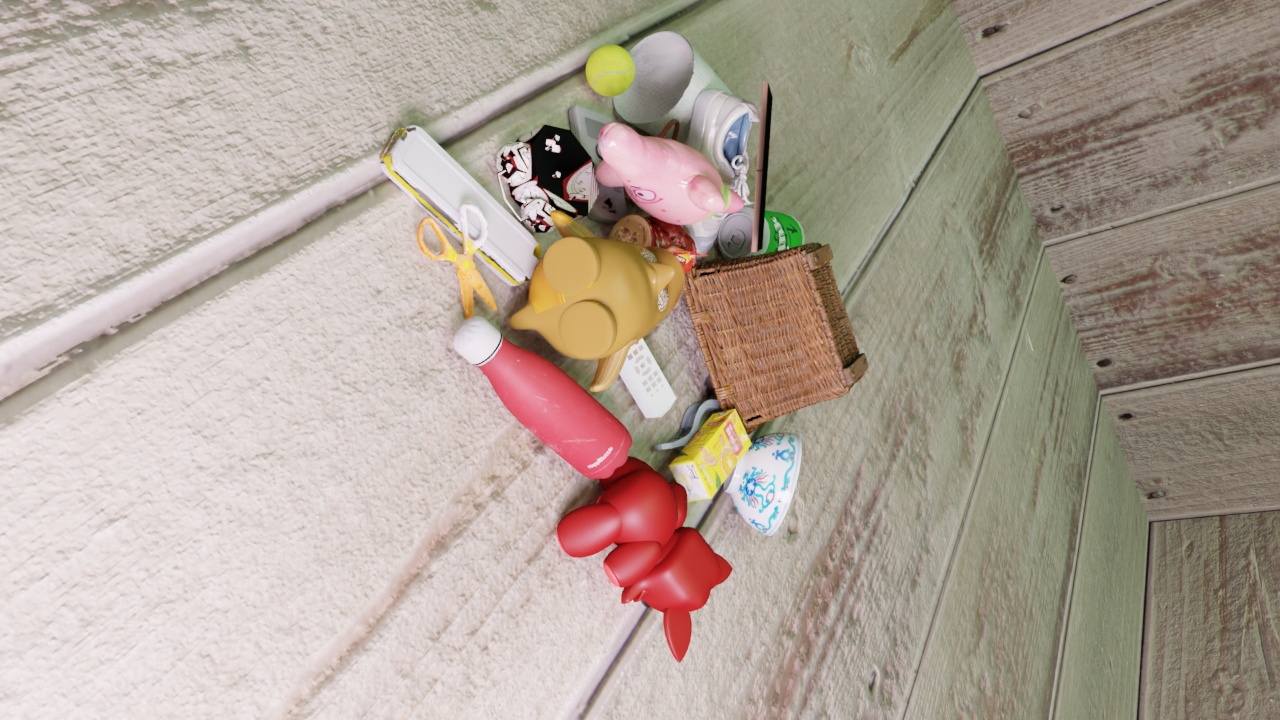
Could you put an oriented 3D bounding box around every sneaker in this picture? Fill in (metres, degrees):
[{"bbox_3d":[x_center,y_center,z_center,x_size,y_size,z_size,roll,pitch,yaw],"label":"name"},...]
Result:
[{"bbox_3d":[0.105,-0.237,1.239,0.089,0.091,0.243,-21,130,-46],"label":"sneaker"}]

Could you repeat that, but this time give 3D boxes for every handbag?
[{"bbox_3d":[0.021,-0.264,1.219,0.055,0.029,0.120,10,114,-48],"label":"handbag"}]

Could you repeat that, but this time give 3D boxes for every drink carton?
[{"bbox_3d":[0.093,0.119,1.180,0.134,0.043,0.058,-43,112,-50],"label":"drink carton"}]

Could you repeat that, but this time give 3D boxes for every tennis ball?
[{"bbox_3d":[-0.040,-0.382,1.210,0.065,0.065,0.065,21,62,-46],"label":"tennis ball"}]

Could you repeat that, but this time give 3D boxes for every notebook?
[{"bbox_3d":[0.162,-0.252,1.223,0.141,0.008,0.209,-40,134,-77],"label":"notebook"}]

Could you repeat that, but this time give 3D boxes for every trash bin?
[{"bbox_3d":[0.062,-0.360,1.286,0.161,0.134,0.133,21,62,-52],"label":"trash bin"}]

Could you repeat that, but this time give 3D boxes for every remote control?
[{"bbox_3d":[-0.053,-0.252,1.187,0.074,0.019,0.151,2,76,-51],"label":"remote control"},{"bbox_3d":[-0.007,0.007,1.151,0.049,0.024,0.143,-40,105,-45],"label":"remote control"}]

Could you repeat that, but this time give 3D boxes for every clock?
[{"bbox_3d":[-0.107,-0.211,1.067,0.154,0.065,0.115,-41,110,-50],"label":"clock"}]

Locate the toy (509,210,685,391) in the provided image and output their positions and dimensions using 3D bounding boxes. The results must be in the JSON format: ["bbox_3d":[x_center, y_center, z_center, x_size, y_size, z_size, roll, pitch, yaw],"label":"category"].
[{"bbox_3d":[-0.029,-0.076,1.040,0.202,0.163,0.198,-20,96,-61],"label":"toy"}]

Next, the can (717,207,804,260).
[{"bbox_3d":[0.186,-0.187,1.409,0.139,0.088,0.087,-4,81,-52],"label":"can"}]

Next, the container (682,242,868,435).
[{"bbox_3d":[0.193,-0.041,1.266,0.161,0.184,0.250,-25,98,-62],"label":"container"}]

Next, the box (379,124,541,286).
[{"bbox_3d":[-0.186,-0.163,0.981,0.209,0.033,0.064,43,50,-33],"label":"box"}]

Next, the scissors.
[{"bbox_3d":[-0.176,-0.104,0.962,0.096,0.012,0.133,-44,119,-23],"label":"scissors"}]

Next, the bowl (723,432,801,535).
[{"bbox_3d":[0.158,0.158,1.249,0.074,0.144,0.143,17,56,-3],"label":"bowl"}]

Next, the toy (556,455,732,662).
[{"bbox_3d":[0.013,0.213,1.032,0.197,0.121,0.157,54,39,-11],"label":"toy"}]

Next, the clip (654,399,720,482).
[{"bbox_3d":[0.067,0.087,1.217,0.166,0.028,0.127,-28,99,-53],"label":"clip"}]

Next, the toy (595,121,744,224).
[{"bbox_3d":[0.024,-0.224,1.103,0.236,0.192,0.097,16,95,-55],"label":"toy"}]

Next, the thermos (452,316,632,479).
[{"bbox_3d":[-0.106,0.038,0.978,0.240,0.073,0.073,45,47,-32],"label":"thermos"}]

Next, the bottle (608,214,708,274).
[{"bbox_3d":[0.022,-0.137,1.181,0.111,0.099,0.099,13,68,-53],"label":"bottle"}]
